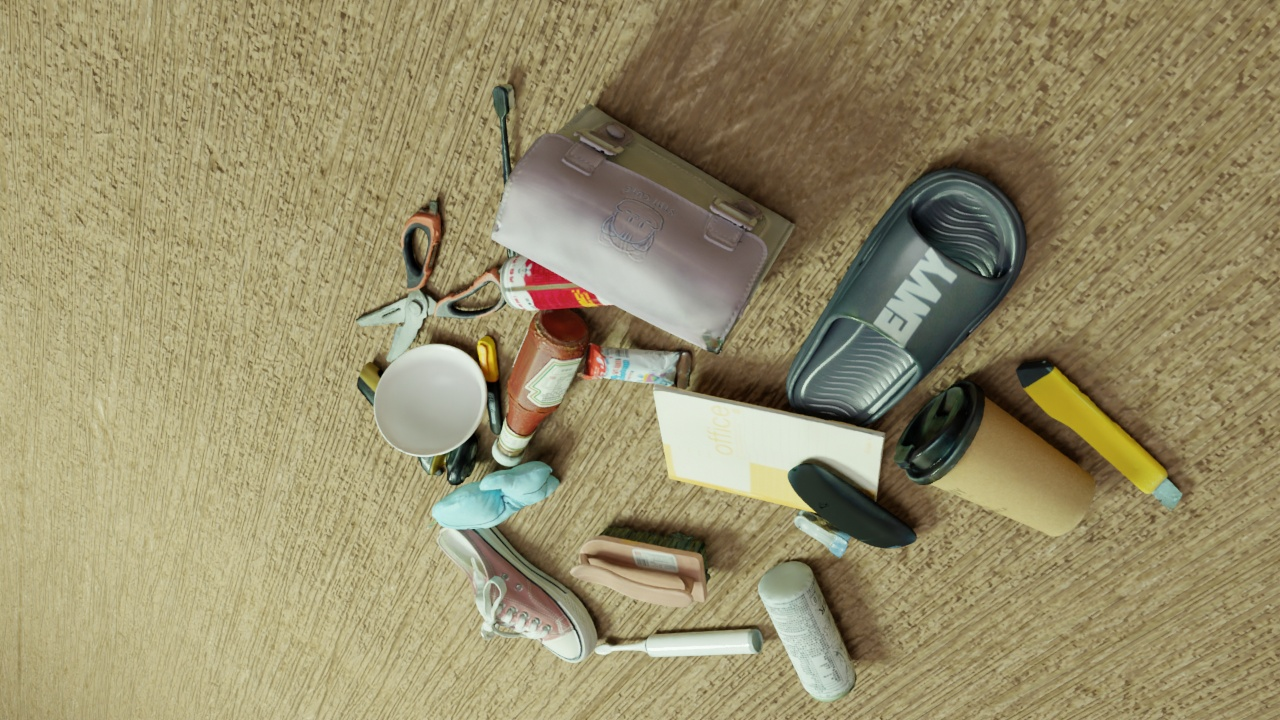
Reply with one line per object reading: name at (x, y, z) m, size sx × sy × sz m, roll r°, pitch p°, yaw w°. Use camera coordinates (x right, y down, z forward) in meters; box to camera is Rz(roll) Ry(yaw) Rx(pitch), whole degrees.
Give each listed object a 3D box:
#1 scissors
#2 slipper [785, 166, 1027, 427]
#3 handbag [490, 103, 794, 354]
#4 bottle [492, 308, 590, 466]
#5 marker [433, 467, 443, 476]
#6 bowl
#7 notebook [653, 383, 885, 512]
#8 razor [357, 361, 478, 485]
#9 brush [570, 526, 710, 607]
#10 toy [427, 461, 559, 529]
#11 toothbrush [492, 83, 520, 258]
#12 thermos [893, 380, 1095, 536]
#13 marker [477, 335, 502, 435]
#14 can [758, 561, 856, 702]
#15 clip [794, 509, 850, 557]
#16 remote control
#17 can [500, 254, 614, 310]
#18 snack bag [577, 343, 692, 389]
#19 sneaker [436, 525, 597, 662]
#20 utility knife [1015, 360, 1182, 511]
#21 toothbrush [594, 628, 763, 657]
scissors at (-0.213, -0.067, 0.920) m, size 0.189 × 0.015 × 0.225 m, roll 19°, pitch 128°, yaw 16°
slipper at (0.196, -0.021, 0.713) m, size 0.110 × 0.083 × 0.269 m, roll 30°, pitch 131°, yaw 2°
handbag at (0.005, -0.102, 0.709) m, size 0.197 × 0.144 × 0.099 m, roll 30°, pitch 132°, yaw 4°
bottle at (-0.107, 0.033, 0.912) m, size 0.060 × 0.059 × 0.207 m, roll 32°, pitch 133°, yaw 3°
marker at (-0.266, 0.086, 1.052) m, size 0.018 × 0.015 × 0.124 m, roll -21°, pitch 113°, yaw 36°
bowl at (-0.209, 0.048, 0.956) m, size 0.118 × 0.118 × 0.065 m, roll 19°, pitch 166°, yaw 13°
notebook at (0.116, 0.089, 0.848) m, size 0.206 × 0.010 × 0.146 m, roll 12°, pitch 142°, yaw 18°
razor at (-0.245, 0.066, 1.010) m, size 0.167 × 0.062 × 0.068 m, roll 44°, pitch 99°, yaw 0°
brush at (-0.001, 0.219, 0.975) m, size 0.146 × 0.072 × 0.063 m, roll 6°, pitch 125°, yaw 24°
toy at (-0.163, 0.151, 0.998) m, size 0.156 × 0.049 × 0.161 m, roll -14°, pitch 160°, yaw 0°
toothbrush at (-0.116, -0.157, 0.815) m, size 0.016 × 0.018 × 0.181 m, roll 16°, pitch 129°, yaw 18°
thermos at (0.285, 0.082, 0.739) m, size 0.143 × 0.092 × 0.093 m, roll 30°, pitch 130°, yaw -5°
marker at (-0.156, 0.029, 0.959) m, size 0.018 × 0.015 × 0.124 m, roll 16°, pitch 129°, yaw 21°
can at (0.172, 0.278, 0.940) m, size 0.058 × 0.058 × 0.147 m, roll -12°, pitch 115°, yaw 32°
clip at (0.176, 0.164, 0.889) m, size 0.058 × 0.044 × 0.027 m, roll 26°, pitch 131°, yaw 14°
remote control at (0.191, 0.139, 0.834) m, size 0.136 × 0.024 × 0.053 m, roll 34°, pitch 145°, yaw -12°
can at (-0.057, -0.074, 0.816) m, size 0.133 × 0.053 × 0.053 m, roll -2°, pitch 120°, yaw 27°
snack bag at (-0.005, 0.005, 0.851) m, size 0.105 × 0.026 × 0.045 m, roll 5°, pitch 125°, yaw -7°
sneaker at (-0.156, 0.283, 1.083) m, size 0.241 × 0.087 × 0.119 m, roll 47°, pitch 129°, yaw -8°
utility knife at (0.365, 0.059, 0.727) m, size 0.177 × 0.015 × 0.033 m, roll 41°, pitch 135°, yaw -6°
toothbrush at (0.038, 0.329, 1.060) m, size 0.222 × 0.026 × 0.026 m, roll -14°, pitch 76°, yaw 32°
